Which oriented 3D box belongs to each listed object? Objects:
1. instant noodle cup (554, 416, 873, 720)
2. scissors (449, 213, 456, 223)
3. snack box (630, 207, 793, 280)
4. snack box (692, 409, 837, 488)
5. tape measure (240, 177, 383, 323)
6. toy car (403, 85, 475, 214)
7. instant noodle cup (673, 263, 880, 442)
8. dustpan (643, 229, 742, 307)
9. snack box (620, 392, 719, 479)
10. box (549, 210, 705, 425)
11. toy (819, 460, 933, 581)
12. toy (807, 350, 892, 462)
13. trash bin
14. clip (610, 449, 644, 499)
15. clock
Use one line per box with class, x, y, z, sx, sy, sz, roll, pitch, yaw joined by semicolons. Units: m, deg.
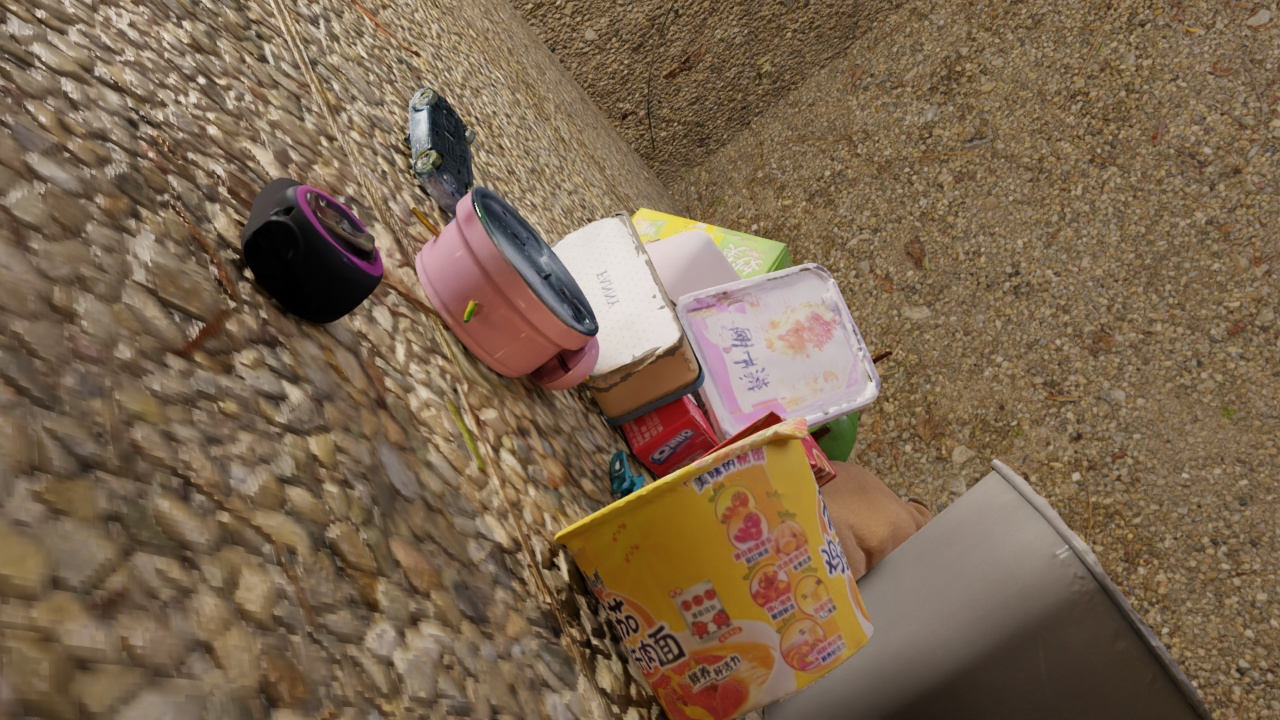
instant noodle cup;0.041;0.106;0.453;0.109;0.138;0.138;64;13;10
scissors;-0.096;-0.066;0.718;0.162;0.012;0.175;44;12;-45
snack box;0.084;-0.080;1.054;0.210;0.070;0.158;21;-25;36
snack box;0.078;0.093;0.677;0.044;0.113;0.127;59;13;22
tape measure;-0.139;-0.047;0.393;0.058;0.039;0.057;46;13;-34
toy car;-0.154;-0.160;0.704;0.054;0.037;0.120;42;25;-48
instant noodle cup;0.108;0.001;0.790;0.060;0.173;0.138;-40;-111;61
dustpan;0.030;-0.020;0.956;0.222;0.138;0.274;49;-30;-10
snack box;-0.005;0.004;0.762;0.057;0.058;0.207;47;11;-43
box;-0.016;-0.033;0.713;0.059;0.090;0.184;61;7;-49
toy;0.186;0.148;0.801;0.225;0.083;0.143;-26;84;-38
toy;0.166;0.086;0.931;0.090;0.226;0.247;32;-32;12
trash bin;0.213;0.212;0.591;0.199;0.220;0.198;53;12;0
clip;-0.009;0.081;0.617;0.038;0.013;0.055;51;11;-12
clock;-0.076;-0.039;0.588;0.117;0.060;0.158;58;13;29
